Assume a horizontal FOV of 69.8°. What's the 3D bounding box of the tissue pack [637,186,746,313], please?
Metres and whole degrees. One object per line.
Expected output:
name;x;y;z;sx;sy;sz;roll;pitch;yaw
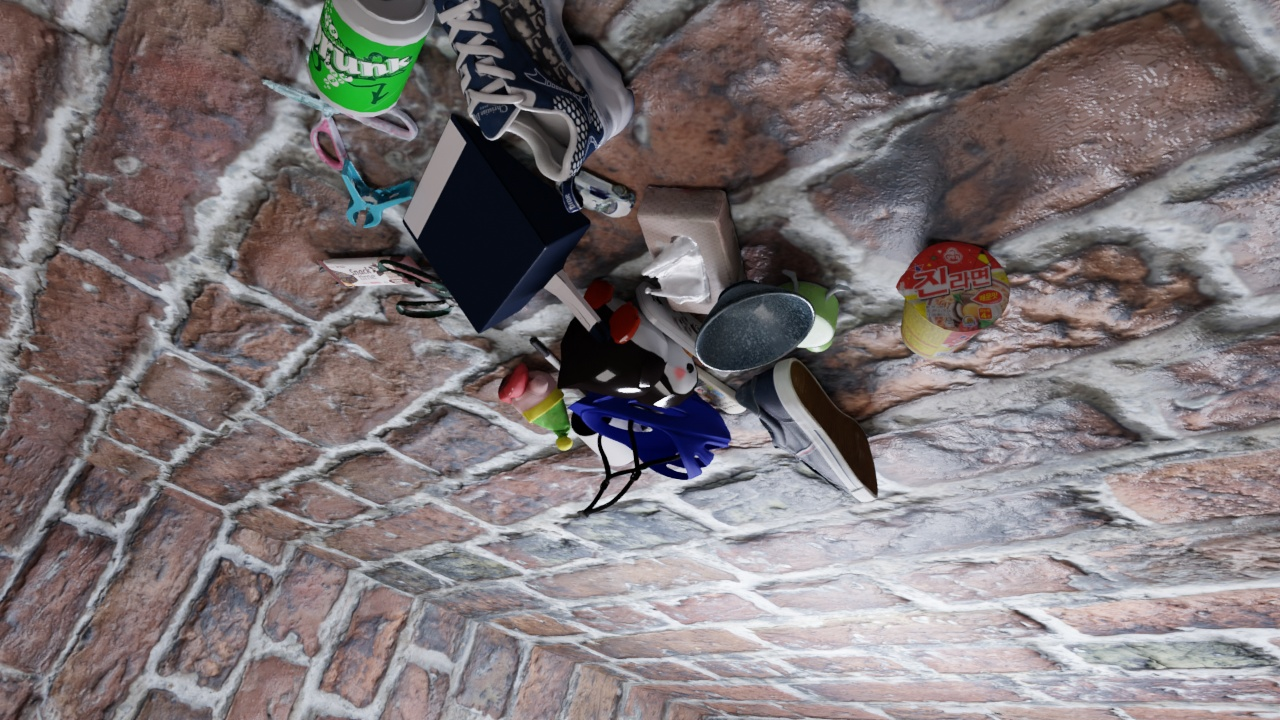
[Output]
tissue pack;0.055;-0.108;1.013;0.104;0.071;0.181;5;153;17

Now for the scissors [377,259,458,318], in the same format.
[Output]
scissors;-0.291;-0.087;1.236;0.206;0.015;0.201;-9;155;45

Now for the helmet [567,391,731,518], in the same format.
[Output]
helmet;0.004;0.130;1.281;0.241;0.227;0.148;24;159;-15

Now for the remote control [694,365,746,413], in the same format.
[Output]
remote control;0.099;0.040;1.291;0.125;0.018;0.038;34;146;-27

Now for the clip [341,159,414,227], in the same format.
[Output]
clip;-0.327;-0.192;1.082;0.097;0.026;0.116;19;155;-21

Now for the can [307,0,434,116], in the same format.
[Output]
can;-0.244;-0.288;0.823;0.087;0.087;0.140;26;149;-18

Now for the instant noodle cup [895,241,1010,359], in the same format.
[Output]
instant noodle cup;0.318;-0.053;0.956;0.100;0.100;0.112;11;158;10

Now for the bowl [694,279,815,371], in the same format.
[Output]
bowl;0.118;-0.051;1.009;0.137;0.057;0.137;-12;146;-8

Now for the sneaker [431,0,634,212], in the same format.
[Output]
sneaker;-0.114;-0.251;0.778;0.103;0.132;0.269;-6;143;37

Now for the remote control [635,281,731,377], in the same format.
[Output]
remote control;0.054;-0.041;1.123;0.019;0.074;0.151;-42;123;19

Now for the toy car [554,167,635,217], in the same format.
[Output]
toy car;-0.050;-0.177;0.981;0.089;0.027;0.039;23;148;-12

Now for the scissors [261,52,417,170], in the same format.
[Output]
scissors;-0.318;-0.260;0.987;0.177;0.013;0.171;14;149;6

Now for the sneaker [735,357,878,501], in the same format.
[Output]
sneaker;0.226;0.109;1.262;0.127;0.120;0.294;-23;131;31

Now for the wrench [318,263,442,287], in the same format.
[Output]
wrench;-0.320;-0.115;1.238;0.274;0.010;0.070;2;148;23

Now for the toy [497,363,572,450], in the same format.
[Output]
toy;-0.155;0.072;1.390;0.131;0.096;0.124;28;152;-16

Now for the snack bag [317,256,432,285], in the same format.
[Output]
snack bag;-0.356;-0.118;1.225;0.158;0.013;0.057;1;146;25

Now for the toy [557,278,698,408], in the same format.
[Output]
toy;-0.007;0.007;1.166;0.184;0.140;0.159;28;-168;-42

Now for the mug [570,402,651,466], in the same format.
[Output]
mug;-0.035;0.099;1.411;0.112;0.078;0.097;-27;136;13

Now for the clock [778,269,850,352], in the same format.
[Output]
clock;0.186;-0.049;1.070;0.094;0.042;0.119;15;151;3

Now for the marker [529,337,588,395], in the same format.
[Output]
marker;-0.118;0.010;1.354;0.011;0.011;0.152;-5;145;33

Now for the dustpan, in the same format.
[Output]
dustpan;-0.140;-0.119;1.055;0.273;0.079;0.237;55;146;3
